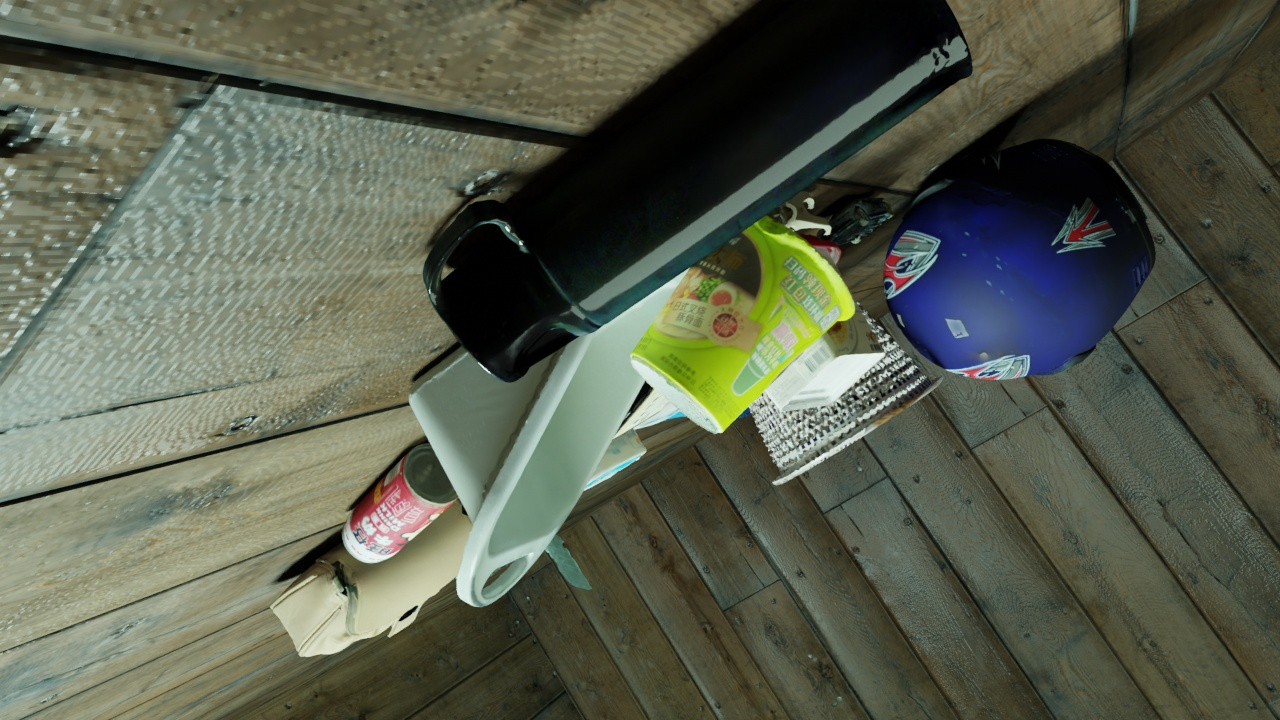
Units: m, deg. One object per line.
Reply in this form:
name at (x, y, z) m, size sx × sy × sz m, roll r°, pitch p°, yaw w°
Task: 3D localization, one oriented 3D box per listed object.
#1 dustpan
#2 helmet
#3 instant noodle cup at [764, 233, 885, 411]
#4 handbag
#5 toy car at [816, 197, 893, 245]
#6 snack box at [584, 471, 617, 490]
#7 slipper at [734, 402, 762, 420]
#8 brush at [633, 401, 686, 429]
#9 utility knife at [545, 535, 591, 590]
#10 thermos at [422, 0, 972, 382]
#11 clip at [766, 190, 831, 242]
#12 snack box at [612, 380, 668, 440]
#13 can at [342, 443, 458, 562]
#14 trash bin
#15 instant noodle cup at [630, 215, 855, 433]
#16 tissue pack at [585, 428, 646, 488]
dustpan at (-0.035, 0.038, 0.614) m, size 0.258 × 0.142 × 0.222 m, roll -33°, pitch 171°, yaw 7°
helmet at (0.393, -0.098, 1.023) m, size 0.240 × 0.247 × 0.315 m, roll -36°, pitch 177°, yaw 5°
instant noodle cup at (0.130, -0.030, 0.776) m, size 0.116 × 0.124 × 0.117 m, roll -3°, pitch 144°, yaw -43°
handbag at (-0.258, 0.219, 0.930) m, size 0.203 × 0.100 × 0.148 m, roll -28°, pitch 167°, yaw -47°
toy car at (0.199, -0.130, 0.855) m, size 0.049 × 0.031 × 0.105 m, roll -40°, pitch 170°, yaw 36°
snack box at (-0.086, 0.097, 0.917) m, size 0.027 × 0.084 × 0.156 m, roll -40°, pitch 169°, yaw 30°
slipper at (0.151, 0.009, 1.264) m, size 0.254 × 0.105 × 0.095 m, roll -23°, pitch -138°, yaw 42°
brush at (-0.009, 0.078, 1.206) m, size 0.109 × 0.060 × 0.316 m, roll -14°, pitch 162°, yaw -48°
utility knife at (-0.091, 0.114, 0.744) m, size 0.029 × 0.219 × 0.013 m, roll 4°, pitch 116°, yaw -35°
thermos at (0.016, -0.083, 0.395) m, size 0.243 × 0.068 × 0.090 m, roll -34°, pitch 149°, yaw 11°
clip at (0.108, -0.104, 0.687) m, size 0.075 × 0.034 × 0.100 m, roll -36°, pitch 166°, yaw 27°
snack box at (0.000, 0.023, 0.806) m, size 0.125 × 0.053 × 0.114 m, roll -26°, pitch 161°, yaw -50°
can at (-0.198, 0.121, 0.758) m, size 0.053 × 0.053 × 0.133 m, roll -22°, pitch 166°, yaw -49°
trash bin at (0.200, 0.007, 1.069) m, size 0.227 × 0.192 × 0.227 m, roll -32°, pitch 171°, yaw -6°
instant noodle cup at (0.060, -0.021, 0.610) m, size 0.123 × 0.111 × 0.112 m, roll -49°, pitch 173°, yaw -8°
tissue pack at (-0.063, 0.077, 0.877) m, size 0.063 × 0.090 × 0.139 m, roll -38°, pitch 170°, yaw 32°
